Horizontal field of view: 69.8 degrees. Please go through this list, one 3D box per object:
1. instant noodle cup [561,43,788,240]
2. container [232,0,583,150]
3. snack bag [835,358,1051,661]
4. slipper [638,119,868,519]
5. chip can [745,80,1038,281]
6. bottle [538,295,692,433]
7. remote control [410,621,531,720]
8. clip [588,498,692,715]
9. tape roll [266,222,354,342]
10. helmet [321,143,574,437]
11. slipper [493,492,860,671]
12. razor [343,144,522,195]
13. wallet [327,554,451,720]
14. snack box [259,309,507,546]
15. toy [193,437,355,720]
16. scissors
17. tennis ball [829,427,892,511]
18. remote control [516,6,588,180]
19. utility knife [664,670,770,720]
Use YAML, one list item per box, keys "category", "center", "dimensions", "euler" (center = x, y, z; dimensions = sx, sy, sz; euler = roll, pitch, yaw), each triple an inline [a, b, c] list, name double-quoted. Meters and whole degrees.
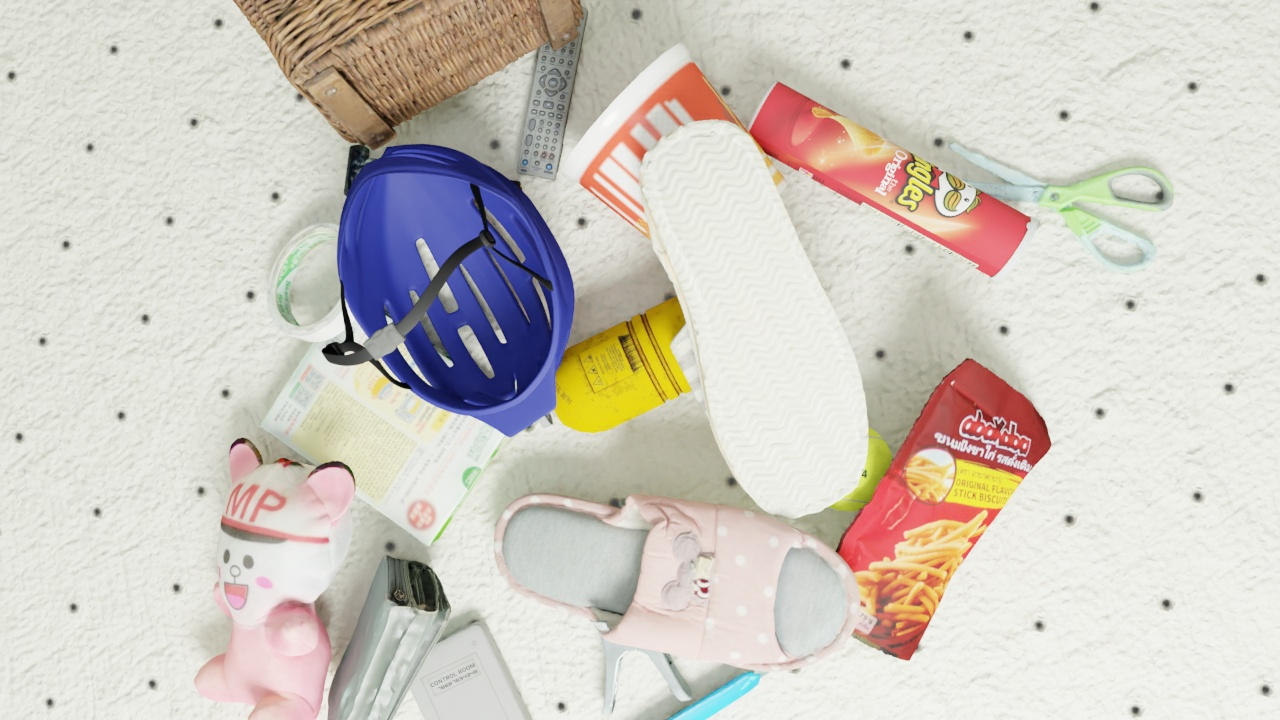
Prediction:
- category: "instant noodle cup"
  center: [0.030, -0.137, 0.661]
  dimensions: [0.121, 0.123, 0.123]
  euler: [44, 94, -4]
- category: "container"
  center: [-0.169, -0.284, 0.639]
  dimensions: [0.250, 0.162, 0.183]
  euler: [-31, 84, -1]
- category: "snack bag"
  center: [0.207, 0.106, 0.658]
  dimensions: [0.138, 0.066, 0.208]
  euler: [27, 95, -32]
- category: "slipper"
  center: [0.074, -0.025, 0.614]
  dimensions: [0.114, 0.054, 0.273]
  euler: [-19, 102, 5]
- category: "chip can"
  center: [0.180, -0.133, 0.675]
  dimensions: [0.215, 0.051, 0.052]
  euler: [30, 93, 5]
- category: "bottle"
  center: [-0.004, 0.004, 0.684]
  dimensions: [0.164, 0.071, 0.071]
  euler: [-26, 88, 5]
- category: "remote control"
  center: [-0.125, 0.288, 0.724]
  dimensions: [0.074, 0.019, 0.151]
  euler: [-27, 87, 5]
- category: "clip"
  center: [0.006, 0.185, 0.706]
  dimensions: [0.115, 0.028, 0.163]
  euler: [-12, 90, 7]
- category: "tape roll"
  center: [-0.251, -0.061, 0.716]
  dimensions: [0.094, 0.018, 0.093]
  euler: [-7, 74, 25]
- category: "helmet"
  center: [-0.142, -0.059, 0.618]
  dimensions: [0.148, 0.227, 0.241]
  euler: [-34, 83, 12]
- category: "slipper"
  center: [0.014, 0.152, 0.647]
  dimensions: [0.275, 0.054, 0.114]
  euler: [6, 91, 20]
- category: "razor"
  center: [-0.165, -0.144, 0.723]
  dimensions: [0.144, 0.022, 0.043]
  euler: [7, 92, 5]
- category: "wallet"
  center: [-0.195, 0.222, 0.691]
  dimensions: [0.054, 0.100, 0.131]
  euler: [27, 94, -18]
- category: "snack box"
  center: [-0.196, 0.044, 0.725]
  dimensions: [0.168, 0.027, 0.132]
  euler: [34, 93, 4]
- category: "toy"
  center: [-0.276, 0.171, 0.700]
  dimensions: [0.142, 0.084, 0.213]
  euler: [9, 95, 40]
- category: "scissors"
  center: [0.308, -0.131, 0.683]
  dimensions: [0.175, 0.032, 0.093]
  euler: [25, 96, 1]
- category: "tennis ball"
  center: [0.151, 0.077, 0.672]
  dimensions: [0.065, 0.065, 0.065]
  euler: [0, 90, 5]
- category: "remote control"
  center: [-0.069, -0.211, 0.717]
  dimensions: [0.033, 0.013, 0.136]
  euler: [12, 91, 5]
- category: "utility knife"
  center: [0.042, 0.273, 0.708]
  dimensions: [0.185, 0.031, 0.015]
  euler: [-32, 48, 4]
